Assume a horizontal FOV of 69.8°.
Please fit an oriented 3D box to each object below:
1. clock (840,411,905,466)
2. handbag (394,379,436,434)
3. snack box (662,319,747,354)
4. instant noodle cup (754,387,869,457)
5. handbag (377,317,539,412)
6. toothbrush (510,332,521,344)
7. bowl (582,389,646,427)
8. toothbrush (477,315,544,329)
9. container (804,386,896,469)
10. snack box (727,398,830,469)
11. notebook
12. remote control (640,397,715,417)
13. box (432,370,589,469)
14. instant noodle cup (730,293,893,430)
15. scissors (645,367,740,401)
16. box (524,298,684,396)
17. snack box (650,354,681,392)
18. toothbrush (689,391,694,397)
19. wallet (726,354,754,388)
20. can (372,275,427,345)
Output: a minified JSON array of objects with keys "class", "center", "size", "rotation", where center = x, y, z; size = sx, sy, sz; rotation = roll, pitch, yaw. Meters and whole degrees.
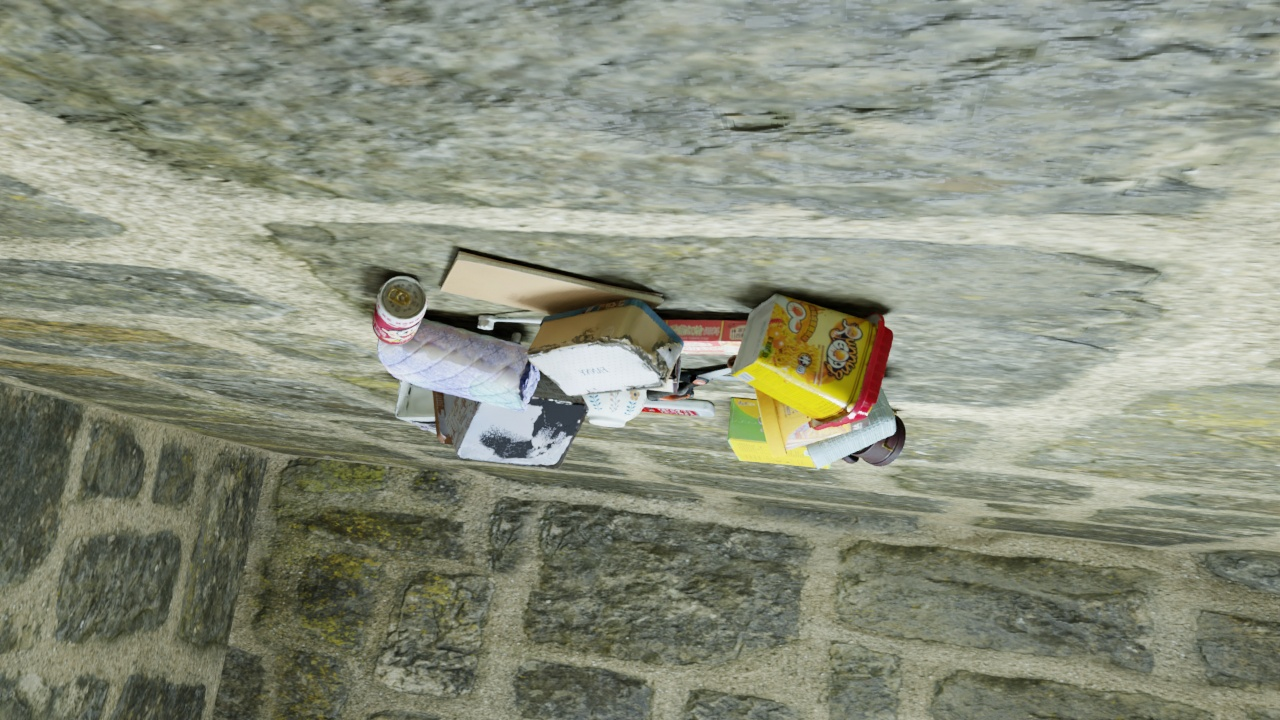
[{"class":"clock","center":[0.333,0.112,1.353],"size":[0.055,0.082,0.122],"rotation":[20,161,-30]},{"class":"handbag","center":[-0.318,0.089,1.603],"size":[0.145,0.098,0.197],"rotation":[-2,166,14]},{"class":"snack box","center":[0.067,-0.025,1.014],"size":[0.153,0.025,0.075],"rotation":[1,171,16]},{"class":"instant noodle cup","center":[0.193,0.041,1.042],"size":[0.114,0.118,0.118],"rotation":[-14,163,10]},{"class":"handbag","center":[-0.228,0.001,1.169],"size":[0.194,0.075,0.134],"rotation":[14,163,3]},{"class":"toothbrush","center":[-0.186,-0.016,1.248],"size":[0.015,0.018,0.181],"rotation":[12,168,-18]},{"class":"bowl","center":[-0.049,0.069,1.431],"size":[0.113,0.062,0.113],"rotation":[8,168,1]},{"class":"toothbrush","center":[-0.125,-0.044,1.062],"size":[0.180,0.016,0.016],"rotation":[2,168,37]},{"class":"container","center":[0.250,0.068,1.134],"size":[0.111,0.090,0.090],"rotation":[-23,159,10]},{"class":"snack box","center":[0.228,0.120,1.469],"size":[0.158,0.070,0.210],"rotation":[4,167,13]},{"class":"notebook","center":[-0.099,-0.070,0.975],"size":[0.211,0.012,0.150],"rotation":[11,168,-17]},{"class":"remote control","center":[0.052,0.075,1.488],"size":[0.136,0.020,0.056],"rotation":[4,166,16]},{"class":"box","center":[-0.206,0.059,1.398],"size":[0.182,0.157,0.193],"rotation":[11,-149,-34]},{"class":"instant noodle cup","center":[0.167,-0.003,0.916],"size":[0.123,0.116,0.116],"rotation":[22,164,-9]},{"class":"scissors","center":[0.058,0.027,1.263],"size":[0.210,0.021,0.222],"rotation":[13,161,-13]},{"class":"box","center":[-0.045,-0.010,0.983],"size":[0.185,0.059,0.090],"rotation":[-3,141,47]},{"class":"snack box","center":[-0.007,0.007,1.156],"size":[0.113,0.053,0.126],"rotation":[7,166,4]},{"class":"toothbrush","center":[-0.006,0.033,1.359],"size":[0.185,0.012,0.017],"rotation":[12,172,-19]},{"class":"wallet","center":[0.179,0.013,1.140],"size":[0.115,0.020,0.101],"rotation":[-5,160,28]},{"class":"can","center":[-0.274,-0.055,1.039],"size":[0.053,0.053,0.133],"rotation":[11,166,-17]}]
